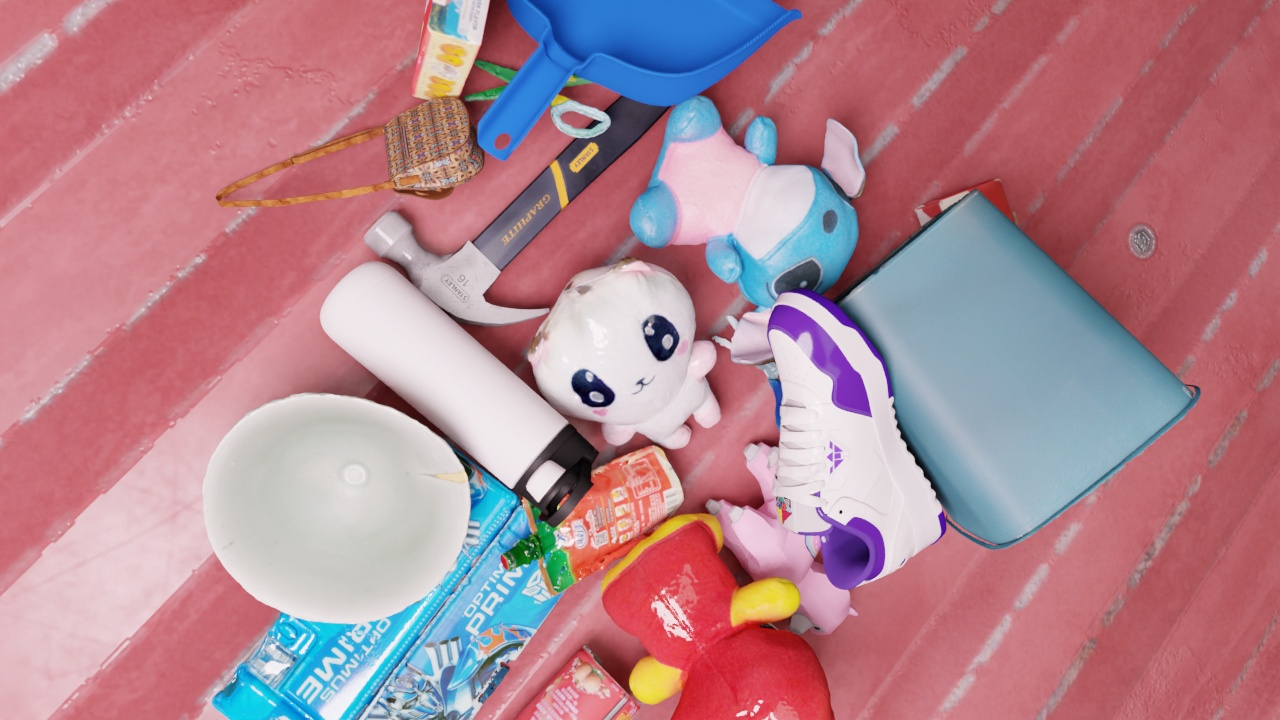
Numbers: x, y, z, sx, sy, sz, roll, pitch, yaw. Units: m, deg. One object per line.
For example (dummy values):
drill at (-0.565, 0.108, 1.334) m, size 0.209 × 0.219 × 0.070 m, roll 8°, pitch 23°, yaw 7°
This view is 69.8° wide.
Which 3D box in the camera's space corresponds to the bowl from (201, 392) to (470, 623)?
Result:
bowl at (-0.204, 0.093, 0.639) m, size 0.174 × 0.068 × 0.174 m, roll -1°, pitch 107°, yaw -4°

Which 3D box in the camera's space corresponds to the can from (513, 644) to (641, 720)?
can at (-0.063, 0.288, 0.706) m, size 0.124 × 0.067 × 0.066 m, roll -44°, pitch 100°, yaw -14°

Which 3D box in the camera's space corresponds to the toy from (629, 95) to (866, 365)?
toy at (0.087, -0.110, 0.756) m, size 0.191 × 0.099 × 0.224 m, roll 25°, pitch 81°, yaw -9°

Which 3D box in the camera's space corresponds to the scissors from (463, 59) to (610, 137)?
scissors at (-0.078, -0.207, 0.725) m, size 0.131 × 0.012 × 0.108 m, roll -12°, pitch 65°, yaw -8°

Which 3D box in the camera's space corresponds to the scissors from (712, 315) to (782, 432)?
scissors at (0.110, 0.017, 0.799) m, size 0.135 × 0.016 × 0.083 m, roll 30°, pitch 81°, yaw -13°

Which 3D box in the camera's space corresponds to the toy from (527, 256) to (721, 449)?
toy at (-0.004, 0.004, 0.725) m, size 0.139 × 0.101 × 0.179 m, roll -39°, pitch 118°, yaw 6°

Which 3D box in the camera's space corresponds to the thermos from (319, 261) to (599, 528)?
thermos at (-0.128, 0.023, 0.653) m, size 0.230 × 0.101 × 0.068 m, roll 40°, pitch 95°, yaw 3°

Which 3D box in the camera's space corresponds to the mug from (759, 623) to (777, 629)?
mug at (0.096, 0.272, 0.744) m, size 0.085 × 0.089 × 0.111 m, roll 36°, pitch 78°, yaw -13°

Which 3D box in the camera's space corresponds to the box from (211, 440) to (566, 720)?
box at (-0.167, 0.199, 0.682) m, size 0.175 × 0.060 × 0.243 m, roll 40°, pitch 78°, yaw -12°

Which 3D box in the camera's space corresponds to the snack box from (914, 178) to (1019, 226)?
snack box at (0.341, -0.029, 0.857) m, size 0.076 × 0.044 × 0.273 m, roll -21°, pitch 94°, yaw -17°

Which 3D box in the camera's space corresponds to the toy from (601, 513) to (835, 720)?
toy at (0.056, 0.220, 0.673) m, size 0.148 × 0.216 × 0.098 m, roll -46°, pitch 146°, yaw 13°

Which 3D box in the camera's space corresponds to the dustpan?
dustpan at (-0.038, -0.249, 0.703) m, size 0.245 × 0.059 × 0.257 m, roll 33°, pitch 77°, yaw 4°

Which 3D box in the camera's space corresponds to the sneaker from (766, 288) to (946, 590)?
sneaker at (0.137, 0.069, 0.695) m, size 0.111 × 0.092 × 0.244 m, roll -36°, pitch 108°, yaw -20°

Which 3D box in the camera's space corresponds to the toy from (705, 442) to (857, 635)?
toy at (0.132, 0.151, 0.774) m, size 0.157 × 0.067 × 0.123 m, roll 43°, pitch 74°, yaw -16°

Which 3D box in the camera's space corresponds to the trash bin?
trash bin at (0.271, -0.001, 0.745) m, size 0.196 × 0.199 × 0.218 m, roll -40°, pitch 87°, yaw 2°

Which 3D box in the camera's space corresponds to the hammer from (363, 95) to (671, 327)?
hammer at (-0.061, -0.156, 0.742) m, size 0.139 × 0.035 × 0.312 m, roll 45°, pitch 75°, yaw -11°

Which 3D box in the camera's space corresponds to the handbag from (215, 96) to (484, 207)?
handbag at (-0.213, -0.137, 0.677) m, size 0.195 × 0.093 × 0.043 m, roll -17°, pitch 134°, yaw -4°

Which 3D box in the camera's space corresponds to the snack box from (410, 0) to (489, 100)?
snack box at (-0.132, -0.277, 0.667) m, size 0.040 × 0.143 × 0.145 m, roll 11°, pitch 85°, yaw -18°

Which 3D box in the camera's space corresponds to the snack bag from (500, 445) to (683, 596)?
snack bag at (-0.038, 0.126, 0.714) m, size 0.154 × 0.044 × 0.087 m, roll -22°, pitch 108°, yaw -30°
